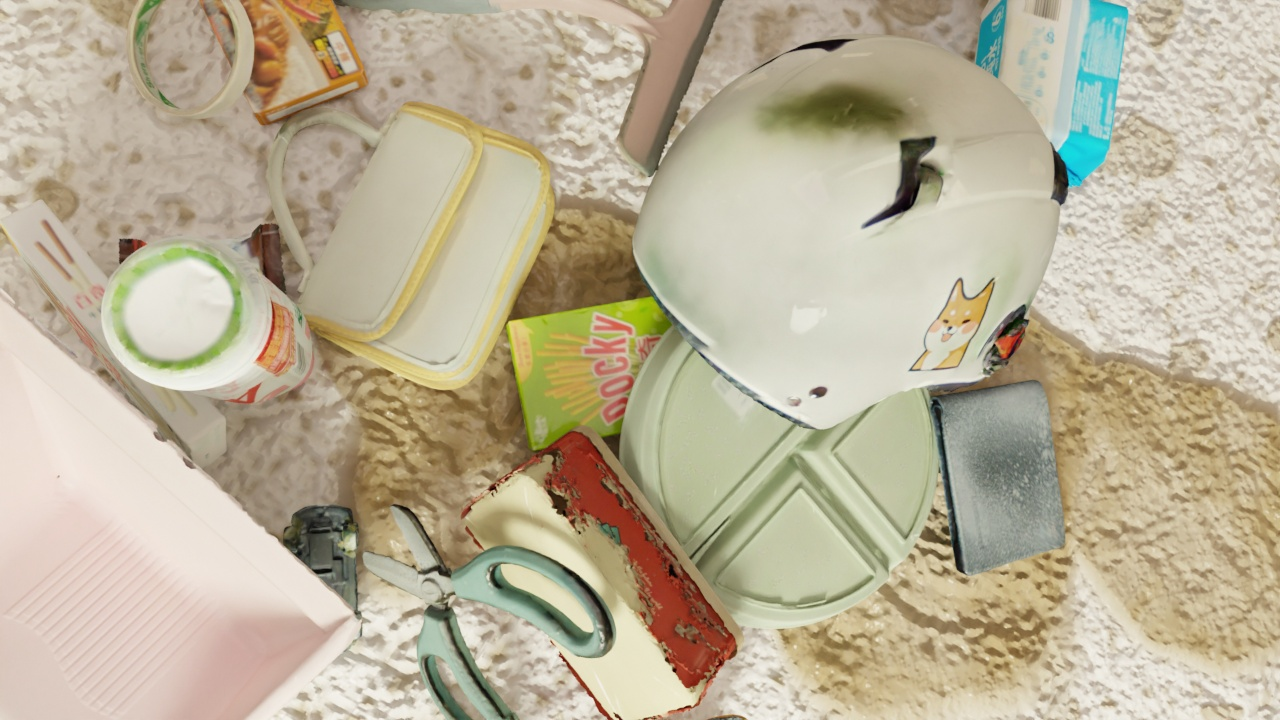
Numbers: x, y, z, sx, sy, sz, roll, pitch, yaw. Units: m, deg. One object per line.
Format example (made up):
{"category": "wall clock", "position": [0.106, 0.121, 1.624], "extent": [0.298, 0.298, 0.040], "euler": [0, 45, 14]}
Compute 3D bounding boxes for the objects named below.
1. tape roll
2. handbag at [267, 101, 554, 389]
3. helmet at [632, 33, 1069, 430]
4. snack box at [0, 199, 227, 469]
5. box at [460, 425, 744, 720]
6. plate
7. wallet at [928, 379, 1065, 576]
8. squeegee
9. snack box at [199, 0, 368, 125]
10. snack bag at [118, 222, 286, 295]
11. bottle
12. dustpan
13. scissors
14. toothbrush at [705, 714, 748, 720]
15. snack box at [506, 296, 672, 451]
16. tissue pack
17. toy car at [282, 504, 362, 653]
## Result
{"category": "tape roll", "position": [-0.279, -0.194, 0.568], "extent": [0.086, 0.013, 0.086], "euler": [2, 97, 16]}
{"category": "handbag", "position": [-0.158, -0.085, 0.574], "extent": [0.179, 0.063, 0.163], "euler": [24, 79, -2]}
{"category": "helmet", "position": [0.135, -0.101, 0.531], "extent": [0.273, 0.157, 0.230], "euler": [-19, 60, -22]}
{"category": "snack box", "position": [-0.297, -0.009, 0.527], "extent": [0.026, 0.085, 0.157], "euler": [-41, 91, -28]}
{"category": "box", "position": [-0.027, 0.132, 0.540], "extent": [0.168, 0.092, 0.075], "euler": [53, 41, -1]}
{"category": "plate", "position": [0.099, 0.060, 0.592], "extent": [0.230, 0.027, 0.230], "euler": [1, 88, -20]}
{"category": "wallet", "position": [0.243, 0.078, 0.624], "extent": [0.097, 0.019, 0.121], "euler": [-8, 88, -26]}
{"category": "squeegee", "position": [-0.082, -0.224, 0.581], "extent": [0.250, 0.040, 0.246], "euler": [12, 50, 8]}
{"category": "snack box", "position": [-0.243, -0.235, 0.591], "extent": [0.075, 0.026, 0.153], "euler": [-26, 88, -11]}
{"category": "snack bag", "position": [-0.267, -0.056, 0.559], "extent": [0.104, 0.026, 0.048], "euler": [-3, 95, 11]}
{"category": "bottle", "position": [-0.212, -0.011, 0.484], "extent": [0.068, 0.197, 0.068], "euler": [1, 84, -9]}
{"category": "dustpan", "position": [-0.284, 0.134, 0.457], "extent": [0.222, 0.274, 0.138], "euler": [41, 54, 0]}
{"category": "scissors", "position": [-0.093, 0.167, 0.537], "extent": [0.170, 0.019, 0.181], "euler": [13, 115, 21]}
{"category": "toothbrush", "position": [-0.029, 0.234, 0.547], "extent": [0.191, 0.018, 0.016], "euler": [-15, 59, 10]}
{"category": "snack box", "position": [-0.004, 0.004, 0.602], "extent": [0.156, 0.026, 0.085], "euler": [-10, 87, -10]}
{"category": "tissue pack", "position": [0.285, -0.198, 0.651], "extent": [0.090, 0.063, 0.140], "euler": [13, 80, -4]}
{"category": "toy car", "position": [-0.191, 0.132, 0.555], "extent": [0.043, 0.034, 0.090], "euler": [-4, 86, -12]}
